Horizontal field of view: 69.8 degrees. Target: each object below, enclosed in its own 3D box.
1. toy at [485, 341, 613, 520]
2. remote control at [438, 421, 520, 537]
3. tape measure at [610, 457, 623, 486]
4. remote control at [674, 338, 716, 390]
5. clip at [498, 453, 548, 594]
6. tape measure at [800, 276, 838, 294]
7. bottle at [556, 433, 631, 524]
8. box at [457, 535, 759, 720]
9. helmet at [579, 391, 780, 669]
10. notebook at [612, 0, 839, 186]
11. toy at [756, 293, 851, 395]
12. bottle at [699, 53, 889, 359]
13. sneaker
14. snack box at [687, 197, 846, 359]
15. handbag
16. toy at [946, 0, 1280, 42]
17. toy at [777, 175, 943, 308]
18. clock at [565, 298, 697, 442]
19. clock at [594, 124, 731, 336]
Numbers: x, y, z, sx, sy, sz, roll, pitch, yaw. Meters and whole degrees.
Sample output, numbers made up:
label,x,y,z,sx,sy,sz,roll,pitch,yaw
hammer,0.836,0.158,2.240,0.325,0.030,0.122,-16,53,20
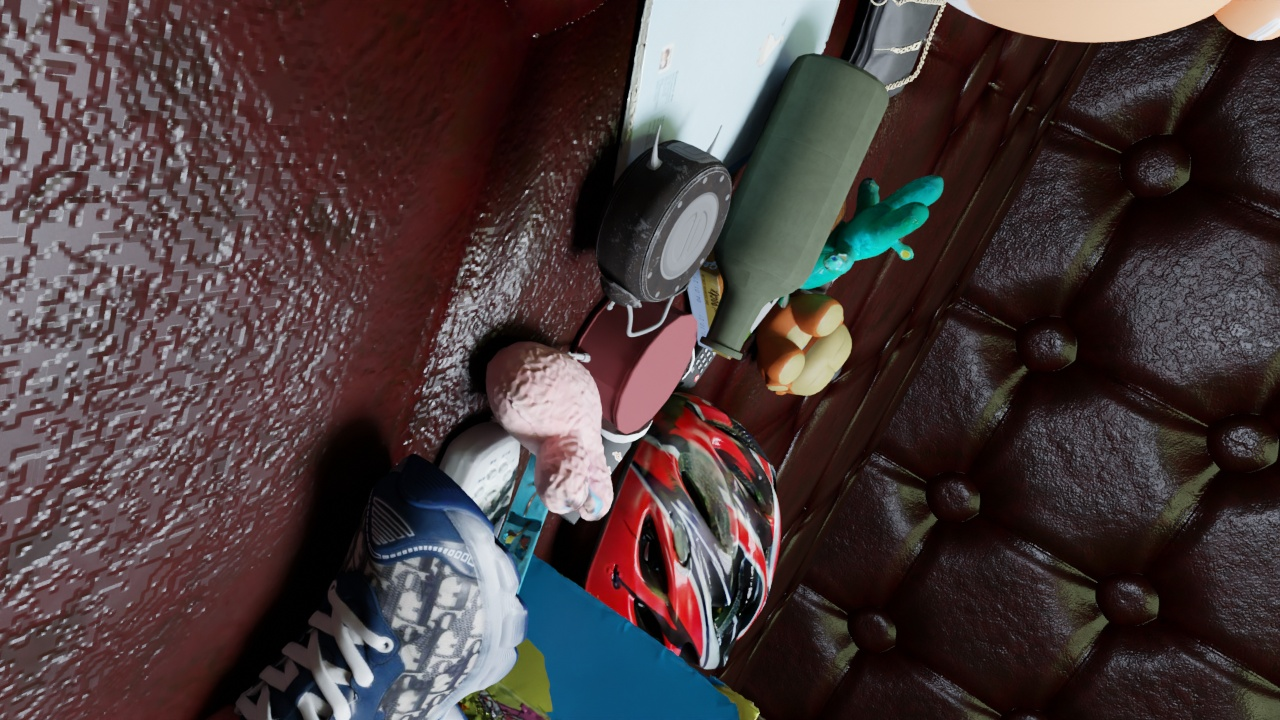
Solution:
label,x,y,z,sx,sy,sz,roll,pitch,yaw
toy,-0.047,0.040,0.523,0.053,0.105,0.108,-25,158,10
remote control,-0.104,0.089,0.550,0.060,0.028,0.114,-26,143,-56
tape measure,-0.036,0.095,0.730,0.051,0.019,0.058,-64,160,15
remote control,0.072,-0.036,0.800,0.146,0.015,0.033,-54,154,-11
clip,-0.069,0.096,0.544,0.103,0.027,0.119,119,-9,-53
tape measure,0.195,-0.098,0.958,0.058,0.038,0.058,-62,172,-5
bottle,-0.029,0.069,0.694,0.112,0.030,0.030,-54,159,-13
box,-0.045,0.222,0.601,0.124,0.221,0.080,-29,145,-57
helmet,0.037,0.156,0.810,0.216,0.167,0.272,-53,152,-49
notebook,0.065,-0.187,0.579,0.252,0.009,0.181,-40,154,-41
toy,0.167,-0.015,0.957,0.112,0.096,0.176,-53,174,2
bottle,0.097,-0.101,0.632,0.207,0.071,0.071,-66,159,5
sneaker,-0.151,0.169,0.473,0.132,0.103,0.270,-25,145,-46
snack box,0.106,-0.101,0.742,0.185,0.032,0.101,-50,149,-23
handbag,0.195,-0.260,0.734,0.078,0.054,0.129,-28,148,-36
toy,0.285,-0.316,0.527,0.265,0.280,0.263,-27,148,-20
toy,0.192,-0.106,0.837,0.194,0.072,0.130,-25,-156,52
clock,-0.004,0.004,0.633,0.096,0.048,0.138,-53,159,-14
clock,0.009,-0.076,0.527,0.091,0.044,0.123,-23,140,-56
